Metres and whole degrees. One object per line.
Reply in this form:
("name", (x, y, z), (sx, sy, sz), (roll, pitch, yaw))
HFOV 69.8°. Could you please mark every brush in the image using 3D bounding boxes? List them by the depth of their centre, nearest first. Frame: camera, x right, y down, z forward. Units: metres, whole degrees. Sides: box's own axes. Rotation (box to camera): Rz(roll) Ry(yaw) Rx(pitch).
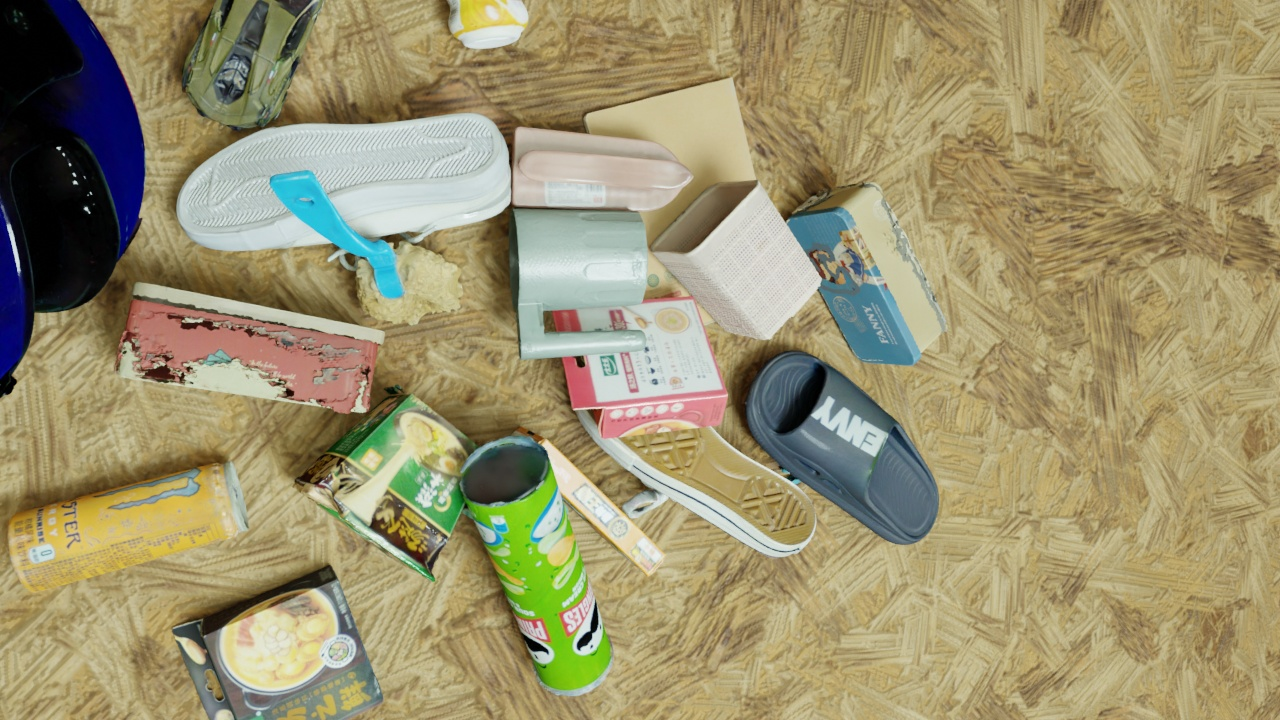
("brush", (-0.184, -0.073, 0.627), (0.083, 0.255, 0.046), (-8, 79, 2))
("brush", (-0.032, -0.153, 0.750), (0.145, 0.073, 0.063), (1, 97, -16))

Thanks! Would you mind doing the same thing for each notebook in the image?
("notebook", (0.043, -0.134, 0.824), (0.147, 0.008, 0.208), (-20, 103, -18))

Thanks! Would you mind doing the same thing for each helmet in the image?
("helmet", (-0.412, -0.119, 0.518), (0.315, 0.248, 0.239), (64, 30, -10))

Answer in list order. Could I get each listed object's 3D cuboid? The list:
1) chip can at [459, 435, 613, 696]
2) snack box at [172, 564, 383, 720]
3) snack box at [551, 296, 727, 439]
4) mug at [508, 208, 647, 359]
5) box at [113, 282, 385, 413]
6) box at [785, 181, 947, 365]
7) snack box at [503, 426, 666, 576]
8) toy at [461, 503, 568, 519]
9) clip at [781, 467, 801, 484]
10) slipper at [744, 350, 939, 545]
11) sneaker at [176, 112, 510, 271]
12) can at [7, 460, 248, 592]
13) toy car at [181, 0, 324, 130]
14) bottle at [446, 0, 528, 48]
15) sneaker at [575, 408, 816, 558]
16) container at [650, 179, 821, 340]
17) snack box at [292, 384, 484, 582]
("chip can", (-0.078, 0.169, 0.730), (0.072, 0.072, 0.236), (-26, 128, -17))
("snack box", (-0.282, 0.239, 0.719), (0.125, 0.053, 0.113), (-21, 103, -23))
("snack box", (-0.005, 0.004, 0.762), (0.127, 0.113, 0.044), (-5, 141, -12))
("mug", (-0.050, -0.062, 0.738), (0.103, 0.084, 0.123), (-3, 75, -13))
("box", (-0.280, 0.002, 0.664), (0.168, 0.091, 0.080), (11, 84, -22))
("box", (0.213, -0.074, 0.854), (0.059, 0.090, 0.184), (-37, 106, -21))
("snack box", (-0.047, 0.118, 0.780), (0.026, 0.075, 0.154), (-48, 110, -12))
("toy", (-0.105, 0.124, 0.764), (0.092, 0.097, 0.030), (6, 67, -6))
("clip", (0.162, 0.105, 0.895), (0.056, 0.014, 0.043), (-14, 102, -22))
("slipper", (0.214, 0.083, 0.867), (0.268, 0.083, 0.110), (40, 66, -23))
("sneaker", (-0.215, -0.123, 0.693), (0.242, 0.091, 0.089), (-10, 69, -2))
("can", (-0.366, 0.118, 0.664), (0.145, 0.058, 0.058), (-14, 101, -20))
("toy car", (-0.278, -0.245, 0.668), (0.070, 0.042, 0.158), (21, 85, -23))
("bottle", (-0.125, -0.301, 0.708), (0.063, 0.063, 0.108), (-13, 101, -20))
("sneaker", (0.037, 0.096, 0.801), (0.241, 0.088, 0.118), (35, 55, 1))
("container", (0.086, -0.084, 0.794), (0.090, 0.090, 0.111), (-46, 113, -11))
("snack box", (-0.185, 0.091, 0.710), (0.117, 0.118, 0.105), (43, 70, -20))
